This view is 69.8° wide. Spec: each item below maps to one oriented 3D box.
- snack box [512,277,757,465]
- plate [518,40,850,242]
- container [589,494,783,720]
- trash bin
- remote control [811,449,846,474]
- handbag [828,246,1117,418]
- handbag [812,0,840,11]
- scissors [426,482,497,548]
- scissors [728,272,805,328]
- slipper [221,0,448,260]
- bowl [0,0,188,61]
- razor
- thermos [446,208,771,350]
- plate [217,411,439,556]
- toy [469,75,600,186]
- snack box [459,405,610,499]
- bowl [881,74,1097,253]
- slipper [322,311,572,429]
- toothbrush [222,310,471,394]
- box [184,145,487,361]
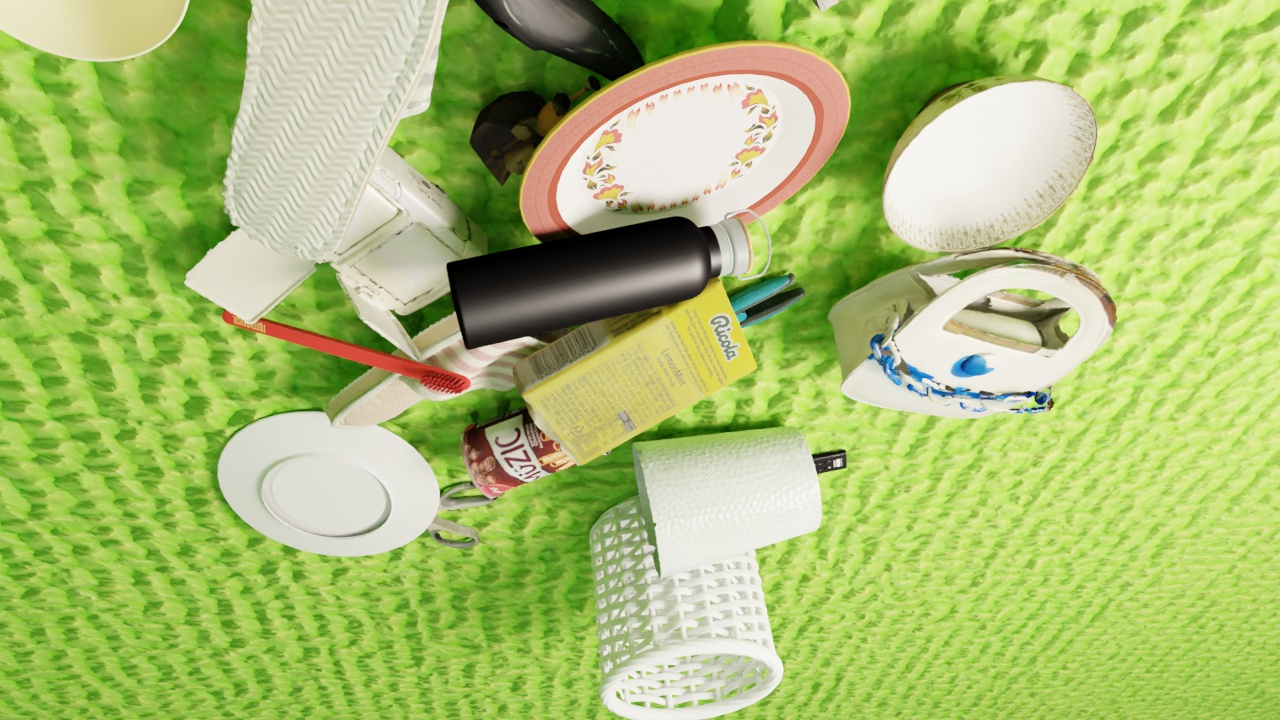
[{"bbox_3d":[-0.004,0.004,0.740,0.181,0.045,0.121,-30,140,2],"label":"snack box"},{"bbox_3d":[0.028,-0.136,0.618,0.229,0.021,0.230,-16,159,-6],"label":"plate"},{"bbox_3d":[0.042,0.266,0.996,0.189,0.186,0.190,-5,139,-4],"label":"container"},{"bbox_3d":[0.083,0.130,0.899,0.161,0.133,0.133,-11,140,-5],"label":"trash bin"},{"bbox_3d":[0.151,0.119,0.981,0.140,0.009,0.030,-12,139,4],"label":"remote control"},{"bbox_3d":[0.272,-0.017,0.743,0.200,0.092,0.200,9,154,-21],"label":"handbag"},{"bbox_3d":[0.163,-0.282,0.496,0.186,0.047,0.124,-21,146,15],"label":"handbag"},{"bbox_3d":[-0.222,0.160,0.963,0.158,0.012,0.171,-25,137,16],"label":"scissors"},{"bbox_3d":[0.072,-0.031,0.788,0.139,0.019,0.136,9,136,-21],"label":"scissors"},{"bbox_3d":[-0.179,-0.175,0.532,0.114,0.053,0.273,27,123,-4],"label":"slipper"},{"bbox_3d":[-0.284,-0.224,0.464,0.118,0.074,0.118,-5,139,-4],"label":"bowl"},{"bbox_3d":[-0.049,-0.212,0.540,0.140,0.053,0.064,25,103,-39],"label":"razor"},{"bbox_3d":[-0.015,-0.063,0.646,0.231,0.061,0.061,-13,141,-12],"label":"thermos"},{"bbox_3d":[-0.301,0.129,0.887,0.208,0.015,0.209,-1,131,-1],"label":"plate"},{"bbox_3d":[-0.063,-0.150,0.591,0.100,0.062,0.076,-20,160,40],"label":"toy"},{"bbox_3d":[-0.095,0.073,0.841,0.121,0.072,0.072,-21,138,14],"label":"snack box"},{"bbox_3d":[0.234,-0.149,0.646,0.145,0.063,0.145,-5,140,-5],"label":"bowl"},{"bbox_3d":[-0.146,0.008,0.746,0.264,0.052,0.115,-27,167,25],"label":"slipper"},{"bbox_3d":[-0.229,-0.007,0.699,0.212,0.017,0.012,15,113,11],"label":"toothbrush"},{"bbox_3d":[-0.217,-0.052,0.653,0.184,0.098,0.143,-29,135,22],"label":"box"}]
